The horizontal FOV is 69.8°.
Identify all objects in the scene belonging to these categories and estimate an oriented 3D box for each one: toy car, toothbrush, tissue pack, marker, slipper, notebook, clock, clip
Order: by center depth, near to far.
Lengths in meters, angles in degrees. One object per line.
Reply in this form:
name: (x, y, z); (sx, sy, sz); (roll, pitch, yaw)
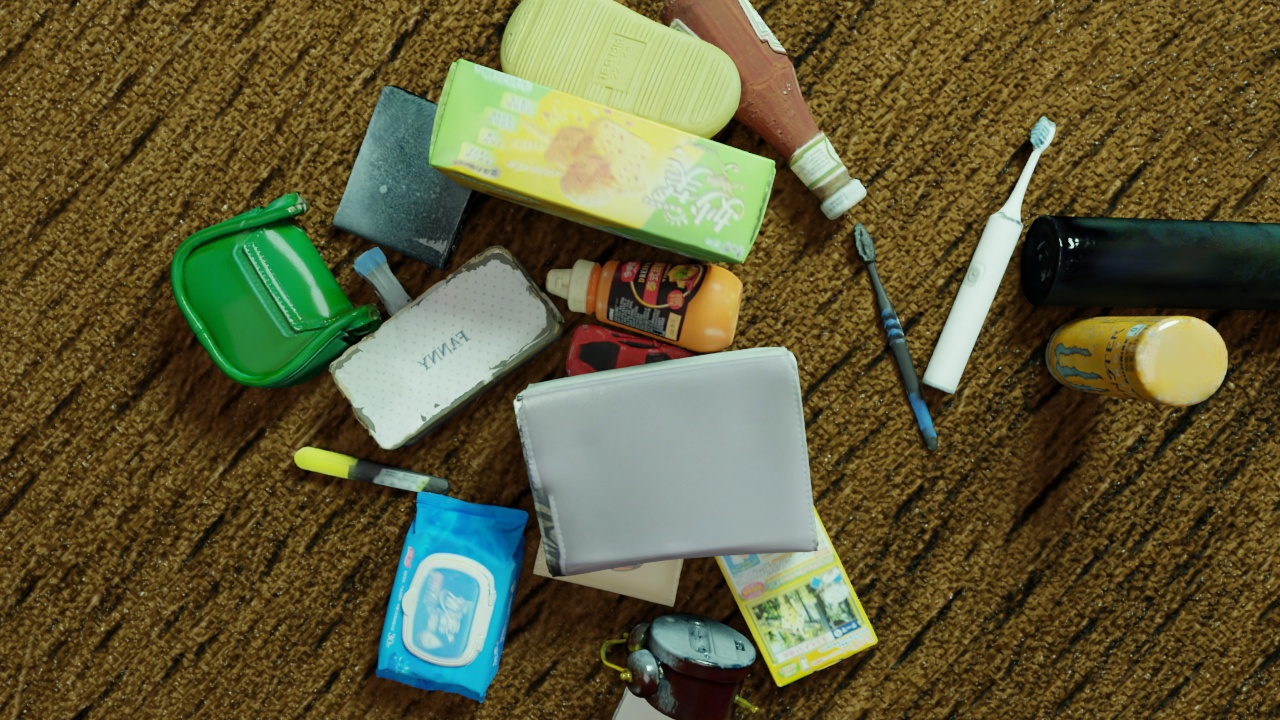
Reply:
slipper: (-0.014, -0.205, 0.677); (0.190, 0.081, 0.091); (25, 84, 18)
clock: (0.030, 0.231, 0.698); (0.122, 0.082, 0.055); (13, 99, -2)
toothbrush: (0.270, -0.080, 0.704); (0.026, 0.027, 0.221); (19, 94, -41)
toy car: (-0.004, 0.004, 0.714); (0.106, 0.031, 0.049); (16, 94, -1)
tissue pack: (-0.146, 0.184, 0.714); (0.095, 0.052, 0.157); (14, 93, 1)
toothbrush: (0.199, -0.017, 0.715); (0.014, 0.016, 0.189); (-19, 93, 10)
clip: (-0.199, -0.059, 0.719); (0.027, 0.045, 0.058); (-38, 96, -24)
marker: (-0.213, 0.089, 0.732); (0.124, 0.015, 0.018); (13, 93, -2)
notebook: (0.058, 0.363, 0.738); (0.209, 0.012, 0.150); (24, 94, 0)

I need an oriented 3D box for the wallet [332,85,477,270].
wallet: (-0.176, -0.143, 0.715); (0.097, 0.019, 0.121); (22, 95, 1)

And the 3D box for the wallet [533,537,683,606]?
wallet: (-0.020, 0.139, 0.724); (0.115, 0.024, 0.087); (13, 90, 3)

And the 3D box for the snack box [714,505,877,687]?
snack box: (0.115, 0.173, 0.717); (0.087, 0.033, 0.140); (-26, 90, 2)

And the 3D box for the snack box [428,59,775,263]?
snack box: (-0.029, -0.128, 0.633); (0.210, 0.157, 0.070); (17, 95, -6)

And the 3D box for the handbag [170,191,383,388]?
handbag: (-0.278, -0.050, 0.699); (0.120, 0.068, 0.131); (-34, 92, 2)

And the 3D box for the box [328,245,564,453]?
box: (-0.151, -0.005, 0.704); (0.184, 0.059, 0.090); (-34, 90, 5)

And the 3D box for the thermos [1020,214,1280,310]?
thermos: (0.416, -0.062, 0.674); (0.242, 0.068, 0.089); (2, 58, 2)

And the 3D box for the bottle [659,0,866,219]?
bottle: (0.096, -0.197, 0.688); (0.060, 0.059, 0.206); (-37, 91, 3)

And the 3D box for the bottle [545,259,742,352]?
bottle: (0.000, -0.048, 0.699); (0.149, 0.066, 0.067); (11, 93, 8)

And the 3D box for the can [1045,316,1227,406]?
can: (0.342, -0.002, 0.646); (0.058, 0.146, 0.058); (0, 92, 1)

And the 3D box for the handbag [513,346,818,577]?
handbag: (0.022, 0.073, 0.665); (0.197, 0.098, 0.145); (-8, 93, 4)
